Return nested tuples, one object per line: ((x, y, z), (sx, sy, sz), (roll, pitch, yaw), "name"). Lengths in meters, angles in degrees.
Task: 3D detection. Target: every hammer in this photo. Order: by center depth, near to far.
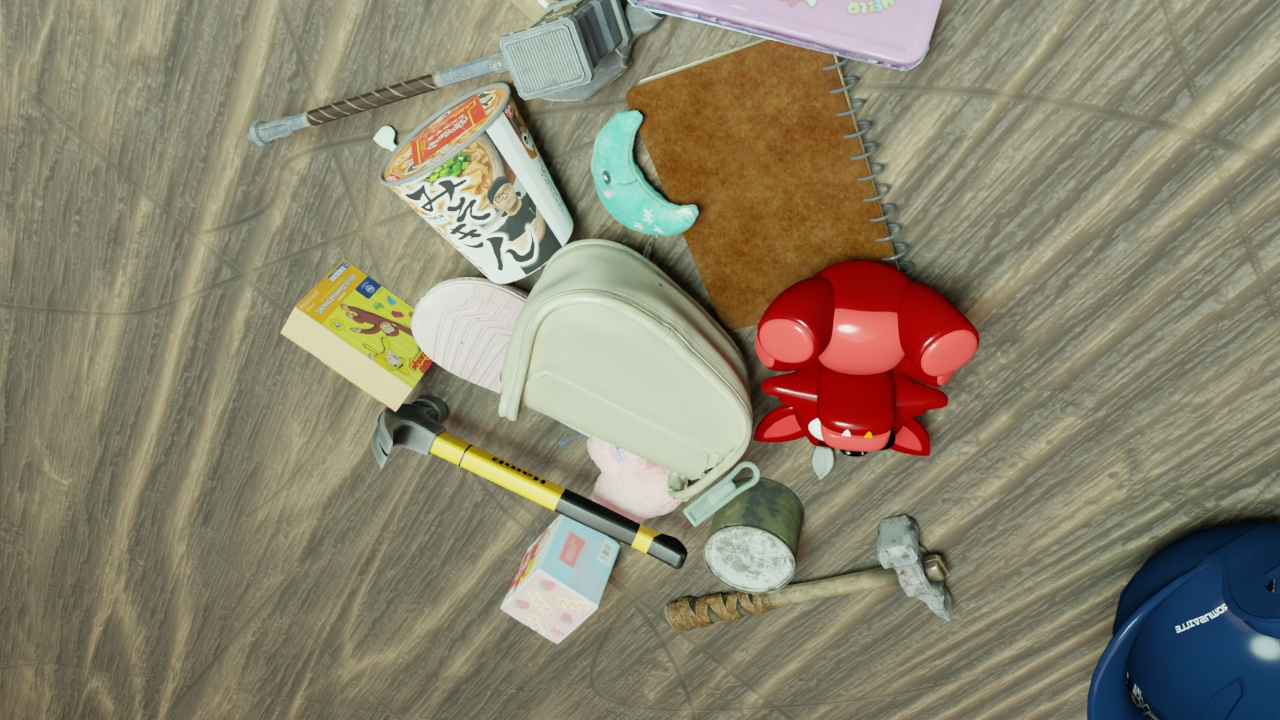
((-0.140, -0.318, 0.662), (0.331, 0.030, 0.120), (40, 126, -14), "hammer")
((-0.171, -0.202, 0.681), (0.323, 0.098, 0.044), (-8, 121, 24), "hammer")
((-0.105, 0.121, 0.876), (0.324, 0.169, 0.034), (25, 99, 2), "hammer")
((0.166, 0.248, 0.970), (0.320, 0.048, 0.121), (-20, 119, 30), "hammer")

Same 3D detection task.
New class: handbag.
((-0.005, 0.005, 0.783), (0.229, 0.131, 0.185), (28, 126, -17), "handbag")

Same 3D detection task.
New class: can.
((0.113, 0.173, 0.911), (0.090, 0.074, 0.090), (8, 125, 12), "can")

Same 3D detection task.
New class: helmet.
((0.493, 0.251, 0.751), (0.272, 0.223, 0.232), (-31, 99, 1), "helmet")

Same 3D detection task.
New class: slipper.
((-0.090, -0.005, 0.842), (0.239, 0.064, 0.094), (30, 107, -12), "slipper")

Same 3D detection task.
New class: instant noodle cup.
((-0.122, -0.135, 0.741), (0.124, 0.123, 0.122), (-17, 127, 27), "instant noodle cup")

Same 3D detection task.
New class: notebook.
((0.106, -0.136, 0.722), (0.168, 0.024, 0.225), (-11, 121, 25), "notebook")

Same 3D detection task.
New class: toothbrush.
((-0.168, -0.146, 0.804), (0.155, 0.015, 0.022), (42, 127, -15), "toothbrush")

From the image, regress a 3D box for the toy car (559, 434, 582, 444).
((-0.034, 0.065, 0.900), (0.092, 0.033, 0.062), (10, 120, 10), "toy car")

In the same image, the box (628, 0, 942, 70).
((0.095, -0.254, 0.617), (0.214, 0.033, 0.076), (16, 98, 5), "box")

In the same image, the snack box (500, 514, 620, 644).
((-0.088, 0.237, 1.007), (0.079, 0.092, 0.095), (34, 128, -8), "snack box")

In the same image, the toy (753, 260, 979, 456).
((0.170, 0.015, 0.731), (0.158, 0.120, 0.197), (2, 137, 6), "toy")

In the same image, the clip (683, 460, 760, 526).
((0.071, 0.114, 0.794), (0.076, 0.044, 0.023), (-38, 83, 2), "clip")

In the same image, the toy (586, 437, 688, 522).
((-0.009, 0.114, 0.923), (0.108, 0.053, 0.105), (-14, 109, 28), "toy")

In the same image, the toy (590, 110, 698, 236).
((-0.005, -0.143, 0.732), (0.085, 0.033, 0.105), (-15, 112, 51), "toy")

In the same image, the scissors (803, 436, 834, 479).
((0.165, 0.052, 0.843), (0.138, 0.019, 0.137), (38, 128, -13), "scissors")

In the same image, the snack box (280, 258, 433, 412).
((-0.258, -0.025, 0.872), (0.126, 0.088, 0.040), (37, 127, -10), "snack box")
